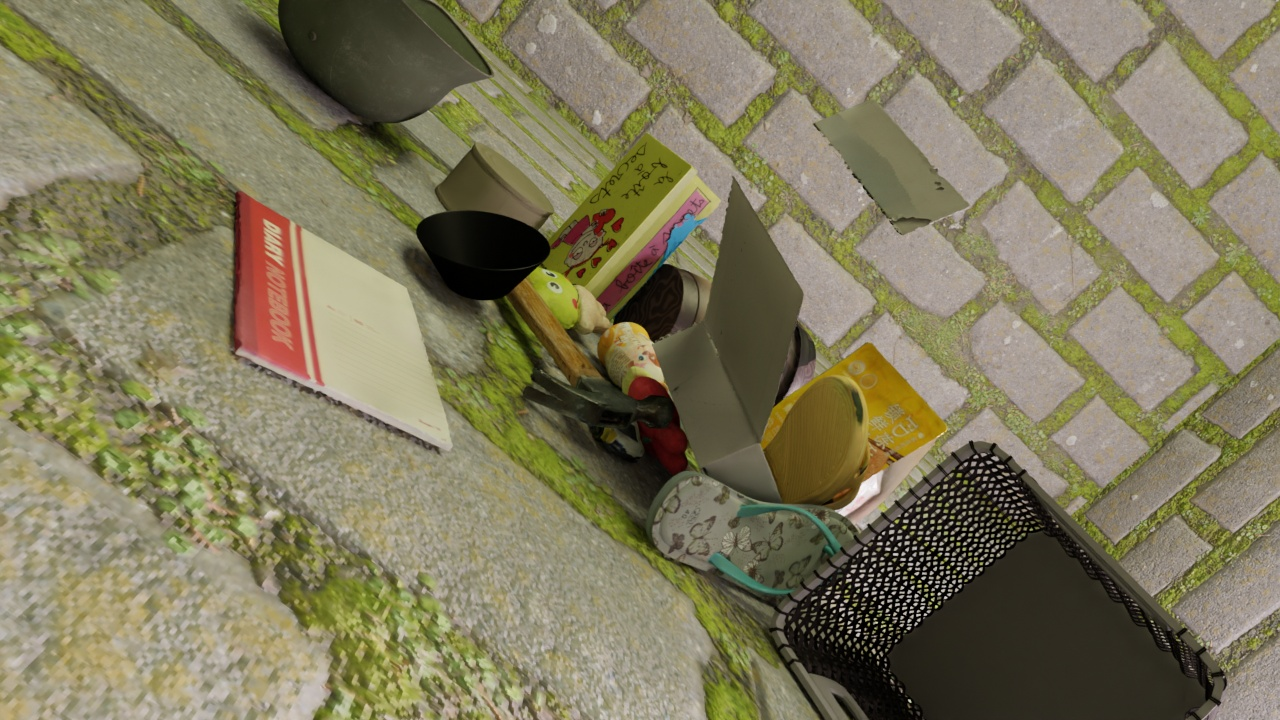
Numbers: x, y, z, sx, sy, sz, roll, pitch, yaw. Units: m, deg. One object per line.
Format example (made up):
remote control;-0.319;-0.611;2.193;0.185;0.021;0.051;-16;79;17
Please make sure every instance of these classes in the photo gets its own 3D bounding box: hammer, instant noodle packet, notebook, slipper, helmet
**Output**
hammer;-0.101;-0.042;0.902;0.132;0.033;0.330;5;31;-38
instant noodle packet;0.228;0.099;1.071;0.084;0.222;0.163;36;16;-42
notebook;-0.210;-0.032;0.635;0.153;0.012;0.208;33;16;-38
slipper;0.113;0.167;0.798;0.268;0.098;0.055;22;7;-38
helmet;-0.321;-0.377;1.067;0.268;0.154;0.226;48;12;0
slipper;0.179;0.103;0.914;0.078;0.264;0.099;3;63;-14

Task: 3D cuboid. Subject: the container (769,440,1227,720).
container;0.309;0.259;0.774;0.243;0.246;0.247;33;16;-49

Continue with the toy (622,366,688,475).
toy;0.015;0.057;0.902;0.135;0.045;0.092;-125;-165;-55

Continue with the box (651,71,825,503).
box;0.073;-0.013;0.795;0.419;0.108;0.166;82;-9;-45

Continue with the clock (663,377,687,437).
clock;0.060;0.050;1.065;0.083;0.057;0.117;59;8;25

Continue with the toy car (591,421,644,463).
toy car;-0.028;0.053;0.871;0.048;0.033;0.105;31;17;-38

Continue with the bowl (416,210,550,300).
bowl;-0.151;-0.092;0.867;0.124;0.053;0.123;10;31;-6

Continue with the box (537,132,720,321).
box;-0.019;-0.160;1.127;0.079;0.221;0.124;33;14;-44

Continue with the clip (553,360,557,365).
clip;-0.064;0.006;0.928;0.061;0.025;0.045;41;13;-25

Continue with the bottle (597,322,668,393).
bottle;-0.006;0.006;1.013;0.063;0.063;0.109;33;18;-39

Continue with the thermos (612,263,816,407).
thermos;0.090;-0.019;1.176;0.226;0.173;0.172;26;21;-35

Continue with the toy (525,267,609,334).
toy;-0.082;-0.063;1.028;0.117;0.043;0.092;24;26;-33

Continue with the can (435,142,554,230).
can;-0.175;-0.195;1.114;0.128;0.073;0.127;41;14;-12
